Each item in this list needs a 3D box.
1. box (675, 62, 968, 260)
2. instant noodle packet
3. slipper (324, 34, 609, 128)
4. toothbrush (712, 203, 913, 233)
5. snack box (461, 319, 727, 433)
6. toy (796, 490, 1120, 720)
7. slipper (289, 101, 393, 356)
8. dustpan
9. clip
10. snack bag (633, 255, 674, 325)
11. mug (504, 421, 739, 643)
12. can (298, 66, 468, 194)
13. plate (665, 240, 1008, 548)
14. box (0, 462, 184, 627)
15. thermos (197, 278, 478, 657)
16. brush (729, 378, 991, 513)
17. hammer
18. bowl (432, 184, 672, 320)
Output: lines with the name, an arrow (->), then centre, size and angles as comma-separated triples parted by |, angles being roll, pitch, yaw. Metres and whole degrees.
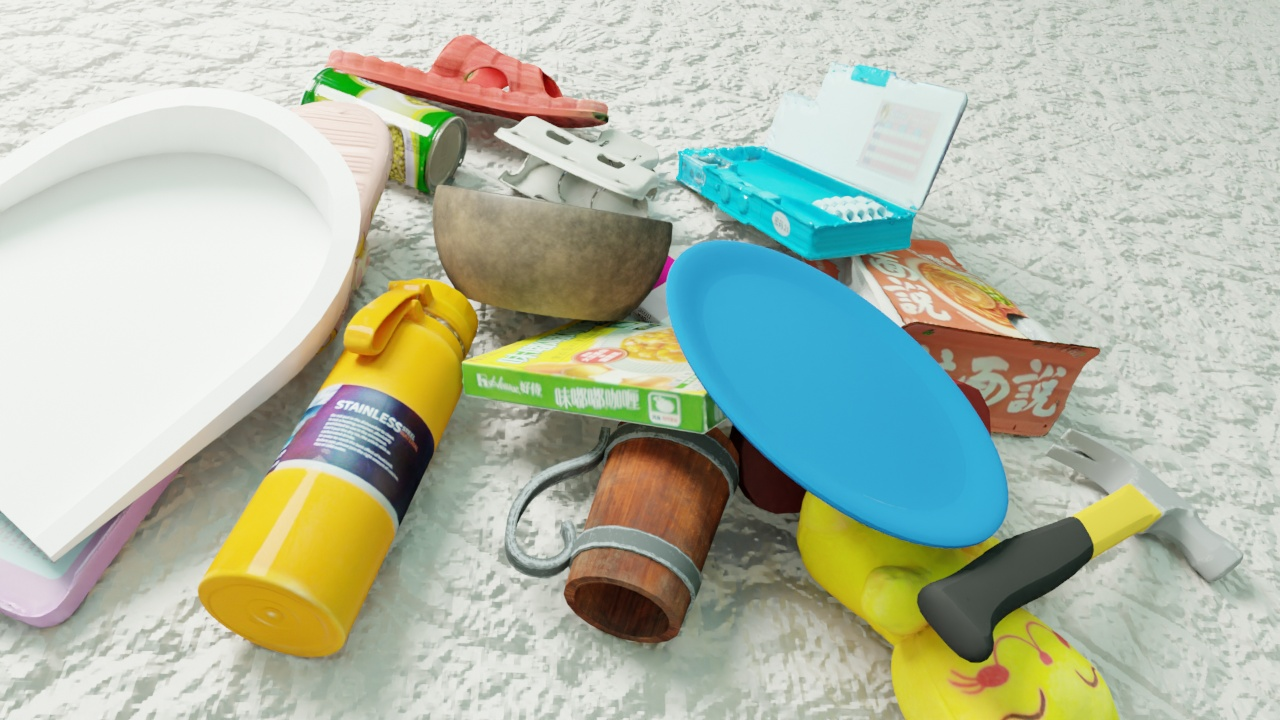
box -> 0.142, -0.156, 0.739 | 0.168, 0.086, 0.227 | -39, 34, -3
instant noodle packet -> 0.218, -0.046, 0.723 | 0.164, 0.084, 0.220 | 6, 34, -16
slipper -> -0.147, -0.248, 0.793 | 0.249, 0.059, 0.103 | 11, 9, 0
toothbrush -> 0.153, -0.125, 0.810 | 0.186, 0.012, 0.017 | 3, 44, -11
snack box -> -0.003, 0.003, 0.565 | 0.168, 0.027, 0.131 | 6, 18, 31
toy -> 0.163, 0.147, 0.505 | 0.134, 0.088, 0.193 | -1, 46, -47
slipper -> -0.229, -0.085, 0.640 | 0.093, 0.082, 0.197 | 10, 70, -1
dustpan -> -0.280, -0.051, 0.512 | 0.191, 0.053, 0.257 | 42, 56, 4
clip -> -0.044, -0.146, 0.762 | 0.126, 0.105, 0.151 | 30, 16, 13
snack bag -> 0.055, -0.021, 0.685 | 0.196, 0.016, 0.070 | 39, 53, 22
mug -> -0.011, 0.088, 0.525 | 0.117, 0.082, 0.110 | 19, 50, 4
can -> -0.208, -0.185, 0.740 | 0.121, 0.067, 0.067 | 22, 46, 7
plate -> 0.106, 0.016, 0.512 | 0.224, 0.024, 0.223 | 24, 34, -18
box -> -0.322, 0.022, 0.508 | 0.151, 0.041, 0.213 | 30, 55, -9
thermos -> -0.155, 0.042, 0.523 | 0.076, 0.092, 0.232 | 25, 45, -8
brush -> 0.140, 0.051, 0.598 | 0.173, 0.082, 0.042 | 0, 10, -14
hammer -> 0.251, 0.106, 0.534 | 0.322, 0.029, 0.127 | -5, 47, -45
bowl -> -0.062, -0.072, 0.628 | 0.162, 0.070, 0.162 | 9, 8, -2
